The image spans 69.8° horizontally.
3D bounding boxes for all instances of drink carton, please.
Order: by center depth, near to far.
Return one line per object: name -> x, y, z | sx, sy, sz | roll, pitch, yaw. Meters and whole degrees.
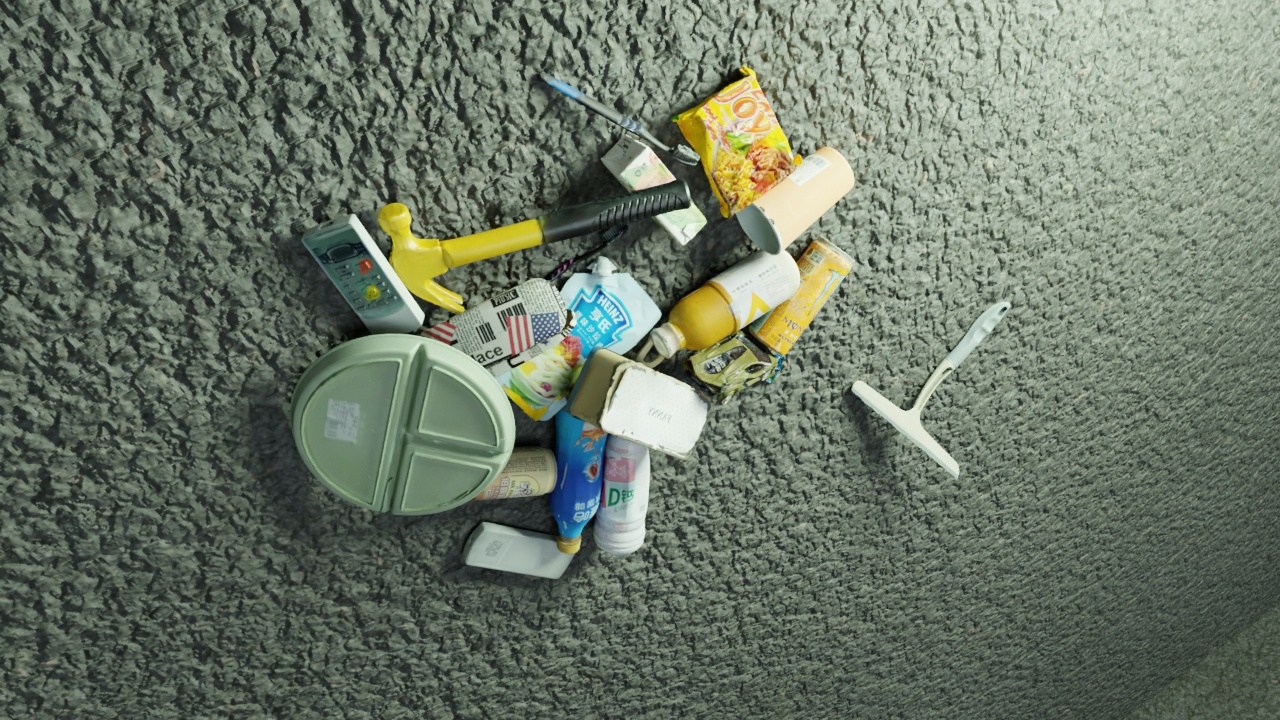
drink carton -> 0.017, -0.180, 0.967 | 0.045, 0.053, 0.122 | -46, 131, 3

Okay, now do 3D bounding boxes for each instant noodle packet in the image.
instant noodle packet -> 0.105, -0.233, 0.974 | 0.110, 0.044, 0.128 | -35, 110, -10

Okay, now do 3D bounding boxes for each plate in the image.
plate -> -0.244, 0.076, 0.943 | 0.230, 0.027, 0.231 | -2, 123, -3

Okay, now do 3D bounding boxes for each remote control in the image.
remote control -> -0.263, -0.077, 0.880 | 0.056, 0.019, 0.135 | -15, 130, 14
remote control -> -0.151, 0.240, 1.158 | 0.150, 0.021, 0.058 | 21, 107, -37

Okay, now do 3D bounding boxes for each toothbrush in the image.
toothbrush -> -0.018, -0.240, 0.914 | 0.189, 0.016, 0.014 | 24, 68, -26
toothbrush -> -0.092, -0.094, 0.986 | 0.189, 0.014, 0.018 | -36, 120, -5

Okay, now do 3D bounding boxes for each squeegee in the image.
squeegee -> 0.454, 0.010, 1.347 | 0.246, 0.039, 0.246 | 37, 92, -22

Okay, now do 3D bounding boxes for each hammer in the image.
hammer -> -0.098, -0.128, 0.909 | 0.300, 0.032, 0.129 | -15, 133, -4

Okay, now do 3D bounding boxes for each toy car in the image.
toy car -> 0.111, 0.002, 1.098 | 0.157, 0.070, 0.042 | -26, 153, -49

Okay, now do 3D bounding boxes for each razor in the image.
razor -> 0.129, 0.003, 1.167 | 0.142, 0.022, 0.043 | 12, 111, -34

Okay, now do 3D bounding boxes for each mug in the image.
mug -> 0.178, -0.186, 1.045 | 0.122, 0.078, 0.078 | -38, 130, -10

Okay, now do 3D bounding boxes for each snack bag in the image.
snack bag -> -0.075, -0.024, 1.019 | 0.191, 0.039, 0.110 | -42, 108, 1

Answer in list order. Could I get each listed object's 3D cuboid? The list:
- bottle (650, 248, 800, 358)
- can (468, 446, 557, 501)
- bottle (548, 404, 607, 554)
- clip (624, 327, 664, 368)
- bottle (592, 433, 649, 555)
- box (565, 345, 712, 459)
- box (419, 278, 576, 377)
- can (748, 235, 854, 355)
bottle -> 0.098, -0.065, 1.065 | 0.189, 0.068, 0.068 | -32, 130, -17
can -> -0.160, 0.130, 1.059 | 0.116, 0.058, 0.059 | 0, 119, -29
bottle -> -0.078, 0.141, 1.109 | 0.065, 0.065, 0.219 | -7, 123, -26
clip -> -0.008, 0.004, 1.079 | 0.034, 0.072, 0.100 | 35, 93, -41
bottle -> -0.021, 0.149, 1.144 | 0.068, 0.068, 0.197 | -9, 122, -25
box -> -0.002, 0.049, 1.029 | 0.184, 0.062, 0.089 | 28, 87, -45
box -> -0.150, -0.029, 0.944 | 0.162, 0.075, 0.086 | -23, 121, 5
can -> 0.197, -0.079, 1.130 | 0.058, 0.058, 0.146 | 28, 103, -39
